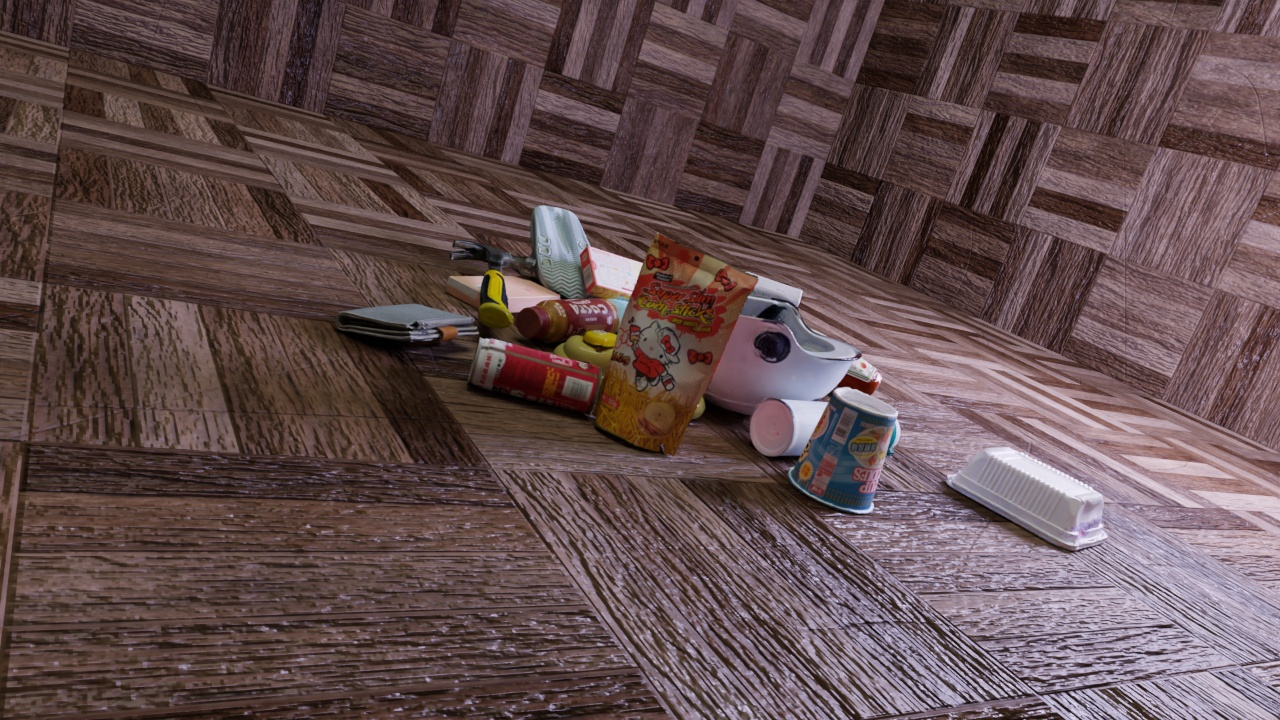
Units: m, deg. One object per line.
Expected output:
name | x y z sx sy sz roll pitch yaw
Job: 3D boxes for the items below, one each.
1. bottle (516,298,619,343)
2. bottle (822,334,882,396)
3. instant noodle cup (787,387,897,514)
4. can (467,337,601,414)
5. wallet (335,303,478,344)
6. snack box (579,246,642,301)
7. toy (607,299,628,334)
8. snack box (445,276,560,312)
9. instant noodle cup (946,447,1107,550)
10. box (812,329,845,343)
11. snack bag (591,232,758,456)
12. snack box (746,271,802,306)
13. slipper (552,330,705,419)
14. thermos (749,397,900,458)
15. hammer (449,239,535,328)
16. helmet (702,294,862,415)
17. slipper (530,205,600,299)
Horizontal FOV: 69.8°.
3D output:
bottle | -0.097 -0.053 1.226 0.057 0.057 0.174 26 17 27
bottle | 0.279 -0.016 1.424 0.206 0.060 0.059 37 16 -1
instant noodle cup | 0.221 0.092 0.979 0.099 0.110 0.099 16 16 -5
can | -0.111 0.016 0.967 0.132 0.053 0.053 15 15 -12
wallet | -0.256 -0.038 1.027 0.107 0.037 0.129 13 11 22
snack box | -0.019 -0.122 1.416 0.155 0.027 0.077 13 50 -37
toy | 0.002 -0.056 1.361 0.161 0.050 0.155 25 24 20
snack box | -0.195 -0.096 1.321 0.084 0.026 0.157 27 17 28
instant noodle cup | 0.488 0.163 1.140 0.137 0.060 0.173 3 23 -45
box | 0.264 -0.031 1.532 0.168 0.078 0.091 28 19 31
snack bag | 0.027 -0.015 0.946 0.129 0.208 0.073 27 13 26
snack box | 0.170 -0.063 1.329 0.085 0.157 0.026 18 58 0
slipper | -0.006 0.006 1.080 0.190 0.082 0.091 22 13 5
thermos | 0.231 0.085 1.106 0.223 0.073 0.073 5 20 -41
hammer | -0.201 -0.107 1.243 0.126 0.032 0.323 15 17 -13
helmet | 0.133 -0.009 1.168 0.258 0.146 0.228 27 15 1
slipper | -0.130 -0.162 1.468 0.104 0.074 0.245 4 41 -22
